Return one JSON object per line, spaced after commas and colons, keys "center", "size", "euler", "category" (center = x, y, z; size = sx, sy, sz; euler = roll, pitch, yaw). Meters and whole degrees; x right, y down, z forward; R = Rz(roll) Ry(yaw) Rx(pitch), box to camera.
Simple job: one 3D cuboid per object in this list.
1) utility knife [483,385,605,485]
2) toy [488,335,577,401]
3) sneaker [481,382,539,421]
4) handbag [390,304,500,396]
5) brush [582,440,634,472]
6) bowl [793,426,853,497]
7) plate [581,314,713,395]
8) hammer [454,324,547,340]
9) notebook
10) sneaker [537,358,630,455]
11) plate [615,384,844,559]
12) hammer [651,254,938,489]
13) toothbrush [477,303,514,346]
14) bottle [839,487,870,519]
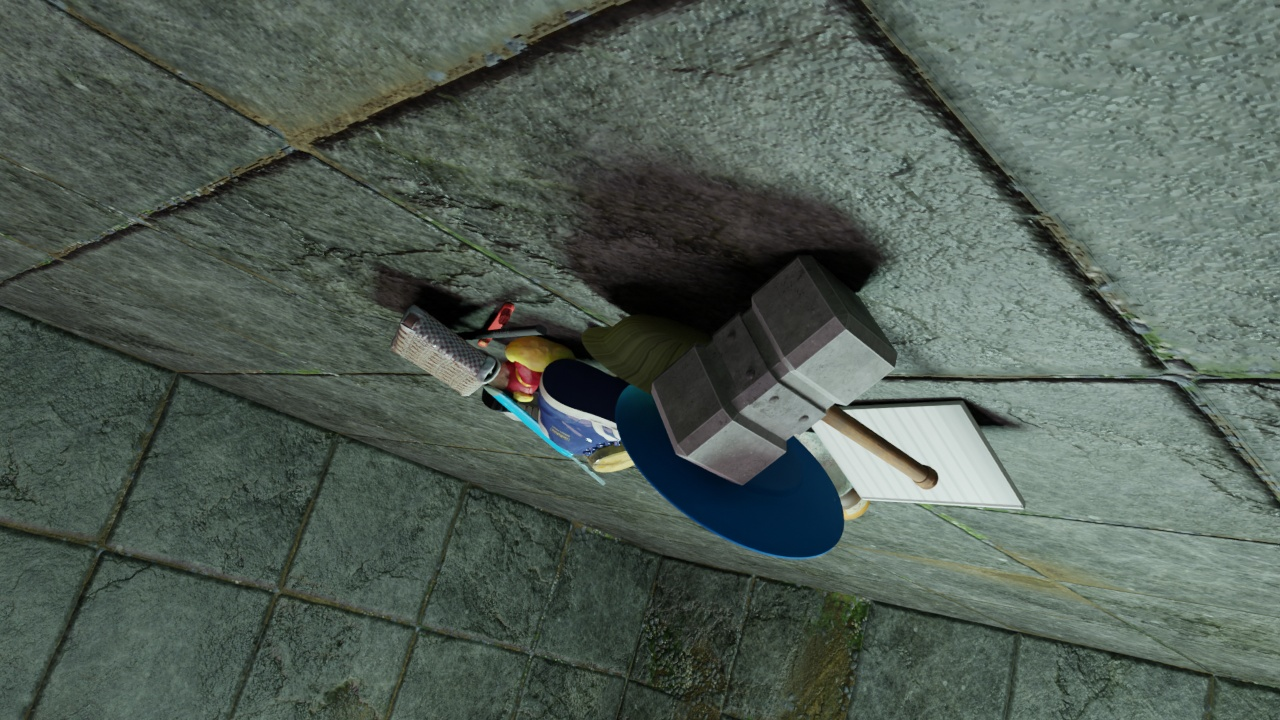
{"center": [-0.119, 0.100, 1.193], "size": [0.221, 0.015, 0.031], "euler": [46, 156, -26], "category": "utility knife"}
{"center": [-0.127, 0.008, 1.134], "size": [0.105, 0.067, 0.138], "euler": [21, 152, -25], "category": "toy"}
{"center": [-0.102, 0.072, 1.291], "size": [0.240, 0.088, 0.124], "euler": [16, 172, 36], "category": "sneaker"}
{"center": [-0.237, -0.010, 1.107], "size": [0.124, 0.047, 0.186], "euler": [34, 163, -12], "category": "handbag"}
{"center": [-0.025, 0.128, 1.345], "size": [0.043, 0.059, 0.195], "euler": [52, -157, 17], "category": "brush"}
{"center": [0.189, 0.121, 1.129], "size": [0.157, 0.038, 0.158], "euler": [5, 137, 4], "category": "bowl"}
{"center": [0.039, -0.006, 0.846], "size": [0.184, 0.036, 0.184], "euler": [21, -163, -7], "category": "plate"}
{"center": [-0.192, -0.033, 1.074], "size": [0.095, 0.015, 0.326], "euler": [30, 164, -28], "category": "hammer"}
{"center": [0.285, 0.102, 0.981], "size": [0.210, 0.009, 0.142], "euler": [-8, 125, 55], "category": "notebook"}
{"center": [-0.017, 0.080, 1.105], "size": [0.233, 0.091, 0.119], "euler": [15, 147, -9], "category": "sneaker"}
{"center": [0.084, 0.079, 0.793], "size": [0.224, 0.024, 0.224], "euler": [23, -153, -13], "category": "plate"}
{"center": [0.174, 0.055, 0.768], "size": [0.163, 0.082, 0.317], "euler": [-41, 134, 20], "category": "hammer"}
{"center": [-0.176, -0.035, 1.094], "size": [0.012, 0.017, 0.213], "euler": [20, 164, -14], "category": "toothbrush"}
{"center": [0.271, 0.168, 1.241], "size": [0.068, 0.067, 0.157], "euler": [10, 164, 22], "category": "bottle"}
